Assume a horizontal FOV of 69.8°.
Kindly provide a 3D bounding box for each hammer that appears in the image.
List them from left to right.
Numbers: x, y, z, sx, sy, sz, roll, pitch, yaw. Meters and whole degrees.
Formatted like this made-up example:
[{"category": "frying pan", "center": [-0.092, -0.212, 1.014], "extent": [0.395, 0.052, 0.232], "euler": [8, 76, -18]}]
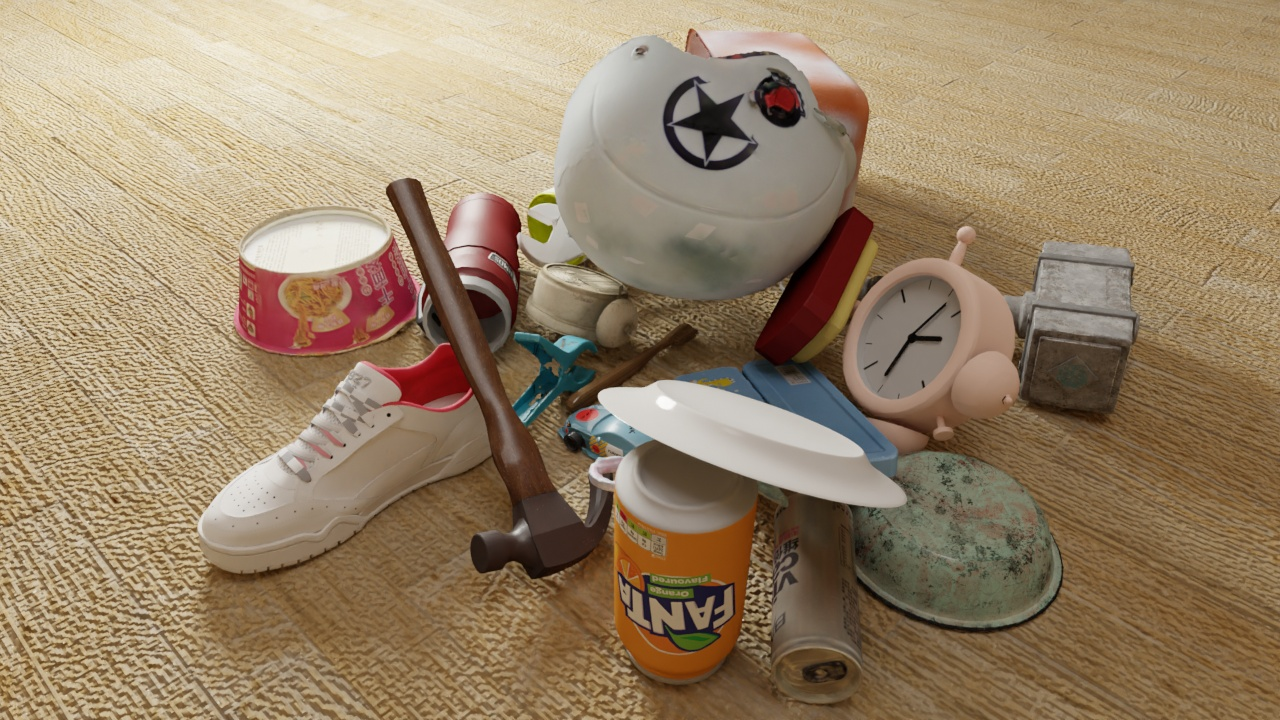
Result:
[{"category": "hammer", "center": [-0.116, 0.001, 0.663], "extent": [0.115, 0.033, 0.322], "euler": [-10, 65, -39]}, {"category": "hammer", "center": [0.280, -0.052, 0.853], "extent": [0.327, 0.080, 0.176], "euler": [10, 36, 21]}]

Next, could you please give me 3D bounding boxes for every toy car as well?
[{"category": "toy car", "center": [-0.015, 0.058, 0.722], "extent": [0.108, 0.028, 0.060], "euler": [24, 42, 29]}]

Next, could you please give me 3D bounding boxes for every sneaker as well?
[{"category": "sneaker", "center": [-0.206, 0.053, 0.659], "extent": [0.236, 0.104, 0.090], "euler": [-26, 43, -32]}]

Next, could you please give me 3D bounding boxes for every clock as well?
[{"category": "clock", "center": [-0.042, -0.050, 0.828], "extent": [0.141, 0.055, 0.092], "euler": [31, 22, 37]}, {"category": "clock", "center": [0.231, -0.006, 0.723], "extent": [0.086, 0.131, 0.160], "euler": [27, 48, -25]}]

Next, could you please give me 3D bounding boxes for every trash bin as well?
[{"category": "trash bin", "center": [0.143, -0.260, 1.047], "extent": [0.157, 0.182, 0.259], "euler": [-2, 35, -7]}]

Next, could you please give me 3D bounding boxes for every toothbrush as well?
[{"category": "toothbrush", "center": [-0.005, 0.005, 0.809], "extent": [0.016, 0.016, 0.166], "euler": [27, 42, 32]}]

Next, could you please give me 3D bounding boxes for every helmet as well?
[{"category": "helmet", "center": [0.051, -0.137, 0.798], "extent": [0.264, 0.237, 0.163], "euler": [16, 67, -12]}]

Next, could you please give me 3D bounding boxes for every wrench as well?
[{"category": "wrench", "center": [0.012, -0.114, 0.920], "extent": [0.273, 0.018, 0.066], "euler": [5, 78, -17]}]

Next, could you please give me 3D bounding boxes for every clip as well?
[{"category": "clip", "center": [-0.072, 0.017, 0.757], "extent": [0.027, 0.104, 0.120], "euler": [18, 18, 20]}]

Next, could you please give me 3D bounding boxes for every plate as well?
[{"category": "plate", "center": [0.068, 0.041, 0.545], "extent": [0.188, 0.016, 0.188], "euler": [17, 8, -3]}]

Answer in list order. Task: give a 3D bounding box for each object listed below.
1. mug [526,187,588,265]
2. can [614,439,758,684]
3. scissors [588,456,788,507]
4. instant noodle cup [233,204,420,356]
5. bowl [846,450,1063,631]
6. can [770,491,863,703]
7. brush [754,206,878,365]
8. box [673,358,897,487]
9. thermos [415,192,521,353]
[{"category": "mug", "center": [-0.055, -0.155, 0.977], "extent": [0.082, 0.083, 0.105], "euler": [26, 41, 30]}, {"category": "can", "center": [0.024, 0.118, 0.538], "extent": [0.079, 0.143, 0.079], "euler": [1, 35, -1]}, {"category": "scissors", "center": [0.042, 0.067, 0.633], "extent": [0.173, 0.014, 0.170], "euler": [-14, 25, -17]}, {"category": "instant noodle cup", "center": [-0.303, -0.086, 0.876], "extent": [0.178, 0.078, 0.178], "euler": [0, 35, 0]}, {"category": "bowl", "center": [0.216, 0.113, 0.640], "extent": [0.157, 0.039, 0.157], "euler": [1, 35, -1]}, {"category": "can", "center": [0.110, 0.144, 0.582], "extent": [0.054, 0.054, 0.135], "euler": [6, 36, 6]}, {"category": "brush", "center": [0.159, -0.061, 0.799], "extent": [0.042, 0.082, 0.172], "euler": [38, 49, -5]}, {"category": "box", "center": [0.101, 0.043, 0.709], "extent": [0.125, 0.021, 0.209], "euler": [-5, 20, -9]}, {"category": "thermos", "center": [-0.167, -0.081, 0.878], "extent": [0.108, 0.084, 0.198], "euler": [-27, 31, 13]}]
